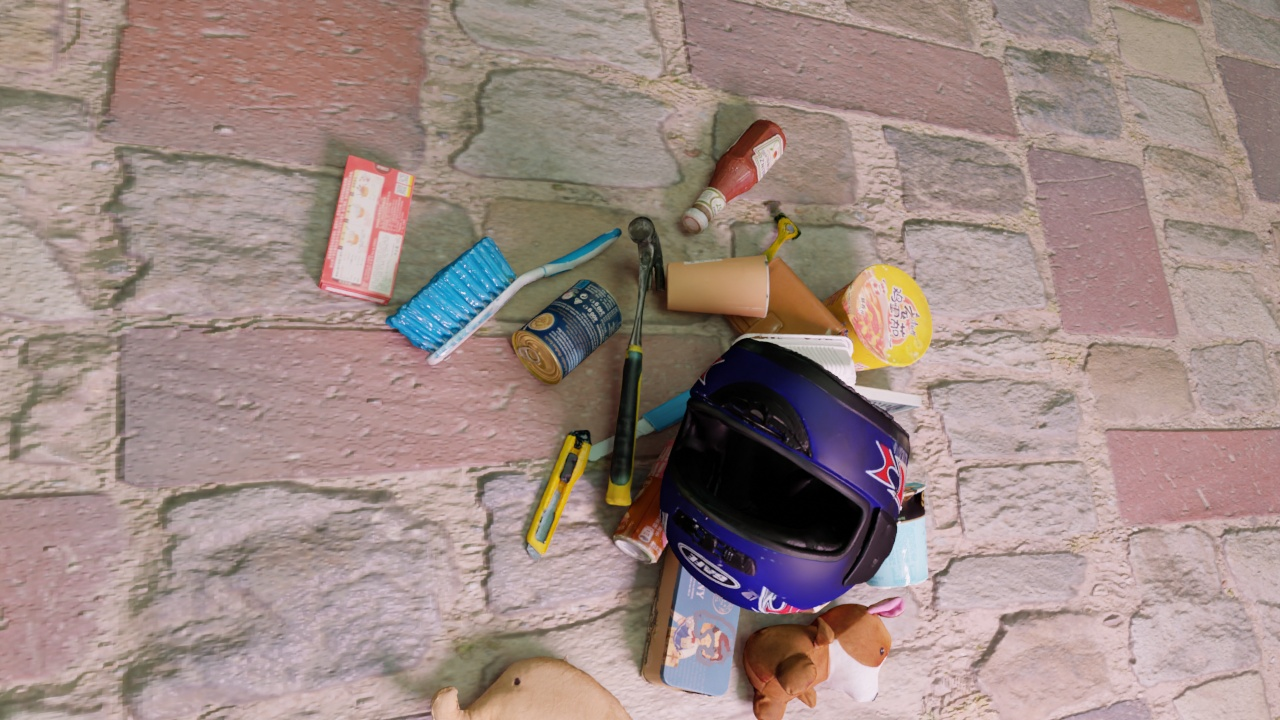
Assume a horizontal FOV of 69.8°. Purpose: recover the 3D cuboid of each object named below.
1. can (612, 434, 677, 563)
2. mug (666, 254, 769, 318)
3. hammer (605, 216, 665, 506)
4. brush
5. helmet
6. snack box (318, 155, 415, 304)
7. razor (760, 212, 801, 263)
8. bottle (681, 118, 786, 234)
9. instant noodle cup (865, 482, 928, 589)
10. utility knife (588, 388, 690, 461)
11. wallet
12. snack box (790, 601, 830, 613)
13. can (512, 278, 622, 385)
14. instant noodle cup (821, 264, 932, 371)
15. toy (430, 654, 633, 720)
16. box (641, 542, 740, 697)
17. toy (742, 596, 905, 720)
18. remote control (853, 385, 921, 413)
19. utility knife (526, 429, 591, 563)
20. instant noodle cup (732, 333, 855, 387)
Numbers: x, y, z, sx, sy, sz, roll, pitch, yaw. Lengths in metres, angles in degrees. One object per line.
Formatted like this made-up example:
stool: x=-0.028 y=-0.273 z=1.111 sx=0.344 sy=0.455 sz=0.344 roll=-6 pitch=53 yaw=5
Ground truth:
can: x=0.026 y=0.160 z=1.063 sx=0.058 sy=0.058 sz=0.147 roll=39 pitch=63 yaw=-13
mug: x=0.094 y=-0.092 z=1.138 sx=0.123 sy=0.078 sz=0.078 roll=1 pitch=74 yaw=1
hammer: x=-0.006 y=0.006 z=1.066 sx=0.032 sy=0.126 sz=0.323 roll=4 pitch=78 yaw=11
brush: x=-0.146 y=-0.101 z=1.053 sx=0.109 sy=0.061 sz=0.313 roll=51 pitch=58 yaw=-13
helmet: x=0.134 y=0.133 z=0.935 sx=0.247 sy=0.315 sz=0.240 roll=28 pitch=86 yaw=26
snack box: x=-0.296 y=-0.142 z=0.998 sx=0.075 sy=0.026 sz=0.152 roll=13 pitch=70 yaw=-23
razor: x=0.172 y=-0.146 z=1.242 sx=0.043 sy=0.028 sz=0.132 roll=47 pitch=63 yaw=-13
bottle: x=0.123 y=-0.243 z=1.221 sx=0.060 sy=0.060 sz=0.205 roll=45 pitch=61 yaw=-10
instant noodle cup: x=0.319 y=0.225 z=1.175 sx=0.111 sy=0.111 sz=0.120 roll=-7 pitch=87 yaw=-29
utility knife: x=0.028 y=0.067 z=1.112 sx=0.236 sy=0.018 sz=0.034 roll=-25 pitch=77 yaw=-27
wallet: x=0.180 y=-0.054 z=1.181 sx=0.108 sy=0.031 sz=0.132 roll=-39 pitch=75 yaw=0
snack box: x=0.202 y=0.244 z=1.120 sx=0.092 sy=0.077 sz=0.094 roll=-26 pitch=88 yaw=-30
can: x=-0.082 y=-0.035 z=1.050 sx=0.110 sy=0.075 sz=0.075 roll=-43 pitch=98 yaw=-30
instant noodle cup: x=0.302 y=-0.048 z=1.232 sx=0.138 sy=0.110 sz=0.138 roll=7 pitch=74 yaw=-26
toy: x=-0.104 y=0.368 z=0.928 sx=0.226 sy=0.083 sz=0.143 roll=34 pitch=55 yaw=-12
box: x=0.063 y=0.284 z=1.048 sx=0.089 sy=0.062 sz=0.184 roll=18 pitch=70 yaw=-23
toy: x=0.223 y=0.349 z=1.080 sx=0.199 sy=0.140 sz=0.130 roll=-14 pitch=56 yaw=-33
remote control: x=0.311 y=0.053 z=1.240 sx=0.135 sy=0.056 sz=0.019 roll=8 pitch=73 yaw=-26
utility knife: x=-0.090 y=0.149 z=1.029 sx=0.033 sy=0.015 sz=0.163 roll=25 pitch=67 yaw=-10
instant noodle cup: x=0.188 y=0.039 z=1.132 sx=0.173 sy=0.060 sz=0.138 roll=0 pitch=116 yaw=-24
